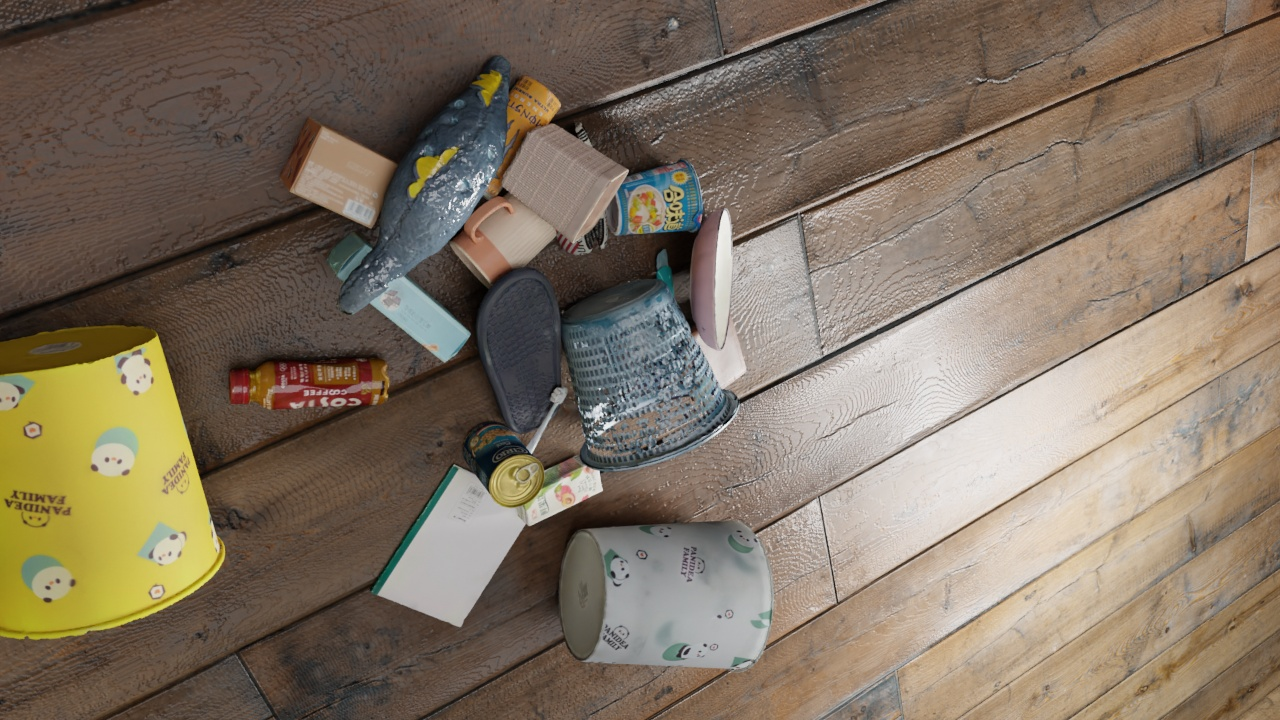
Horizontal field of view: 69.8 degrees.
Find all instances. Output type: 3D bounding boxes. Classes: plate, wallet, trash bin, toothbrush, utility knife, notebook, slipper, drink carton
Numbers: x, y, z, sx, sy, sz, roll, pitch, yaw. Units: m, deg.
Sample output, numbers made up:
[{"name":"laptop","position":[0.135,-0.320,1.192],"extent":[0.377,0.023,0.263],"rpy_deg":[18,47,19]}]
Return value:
[{"name":"plate","position":[0.095,-0.109,1.240],"extent":[0.039,0.192,0.193],"rpy_deg":[3,113,12]},{"name":"wallet","position":[0.104,-0.011,1.345],"extent":[0.101,0.032,0.125],"rpy_deg":[-35,124,-26]},{"name":"trash bin","position":[-0.567,0.109,0.930],"extent":[0.229,0.230,0.255],"rpy_deg":[-11,108,-25]},{"name":"toothbrush","position":[-0.145,0.106,1.243],"extent":[0.016,0.016,0.180],"rpy_deg":[3,126,-47]},{"name":"trash bin","position":[-0.007,0.007,1.206],"extent":[0.226,0.227,0.195],"rpy_deg":[-26,106,-17]},{"name":"utility knife","position":[0.038,-0.075,1.298],"extent":[0.029,0.013,0.175],"rpy_deg":[-18,119,-23]},{"name":"notebook","position":[-0.255,0.259,1.273],"extent":[0.150,0.012,0.209],"rpy_deg":[33,91,-32]},{"name":"trash bin","position":[0.028,0.342,1.343],"extent":[0.251,0.229,0.230],"rpy_deg":[6,106,-24]},{"name":"slipper","position":[-0.164,-0.016,1.175],"extent":[0.110,0.083,0.269],"rpy_deg":[-28,141,-23]},{"name":"drink carton","position":[-0.118,0.179,1.290],"extent":[0.122,0.045,0.053],"rpy_deg":[-23,120,-26]}]

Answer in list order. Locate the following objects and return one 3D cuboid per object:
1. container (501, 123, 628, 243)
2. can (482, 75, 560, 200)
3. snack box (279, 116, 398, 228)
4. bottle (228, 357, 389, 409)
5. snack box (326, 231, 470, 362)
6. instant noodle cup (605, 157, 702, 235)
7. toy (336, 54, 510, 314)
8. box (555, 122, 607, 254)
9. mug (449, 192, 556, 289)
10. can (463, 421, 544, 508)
[{"name":"container","position":[-0.090,-0.212,1.071],"extent":[0.111,0.090,0.090],"rpy_deg":[36,117,0]},{"name":"can","position":[-0.158,-0.264,1.091],"extent":[0.058,0.058,0.146],"rpy_deg":[35,90,-34]},{"name":"snack box","position":[-0.328,-0.206,1.001],"extent":[0.092,0.094,0.077],"rpy_deg":[24,97,-33]},{"name":"bottle","position":[-0.390,0.028,1.082],"extent":[0.174,0.057,0.057],"rpy_deg":[-2,110,-28]},{"name":"snack box","position":[-0.286,-0.074,1.088],"extent":[0.051,0.074,0.175],"rpy_deg":[-48,123,-3]},{"name":"instant noodle cup","position":[0.012,-0.206,1.190],"extent":[0.109,0.099,0.099],"rpy_deg":[-11,114,-16]},{"name":"toy","position":[-0.217,-0.200,0.995],"extent":[0.091,0.138,0.355],"rpy_deg":[35,75,-25]},{"name":"box","position":[-0.089,-0.211,1.152],"extent":[0.086,0.076,0.163],"rpy_deg":[-11,118,-6]},{"name":"mug","position":[-0.169,-0.154,1.105],"extent":[0.105,0.081,0.114],"rpy_deg":[-43,156,-9]},{"name":"can","position":[-0.182,0.135,1.206],"extent":[0.075,0.111,0.075],"rpy_deg":[-12,116,-26]}]
